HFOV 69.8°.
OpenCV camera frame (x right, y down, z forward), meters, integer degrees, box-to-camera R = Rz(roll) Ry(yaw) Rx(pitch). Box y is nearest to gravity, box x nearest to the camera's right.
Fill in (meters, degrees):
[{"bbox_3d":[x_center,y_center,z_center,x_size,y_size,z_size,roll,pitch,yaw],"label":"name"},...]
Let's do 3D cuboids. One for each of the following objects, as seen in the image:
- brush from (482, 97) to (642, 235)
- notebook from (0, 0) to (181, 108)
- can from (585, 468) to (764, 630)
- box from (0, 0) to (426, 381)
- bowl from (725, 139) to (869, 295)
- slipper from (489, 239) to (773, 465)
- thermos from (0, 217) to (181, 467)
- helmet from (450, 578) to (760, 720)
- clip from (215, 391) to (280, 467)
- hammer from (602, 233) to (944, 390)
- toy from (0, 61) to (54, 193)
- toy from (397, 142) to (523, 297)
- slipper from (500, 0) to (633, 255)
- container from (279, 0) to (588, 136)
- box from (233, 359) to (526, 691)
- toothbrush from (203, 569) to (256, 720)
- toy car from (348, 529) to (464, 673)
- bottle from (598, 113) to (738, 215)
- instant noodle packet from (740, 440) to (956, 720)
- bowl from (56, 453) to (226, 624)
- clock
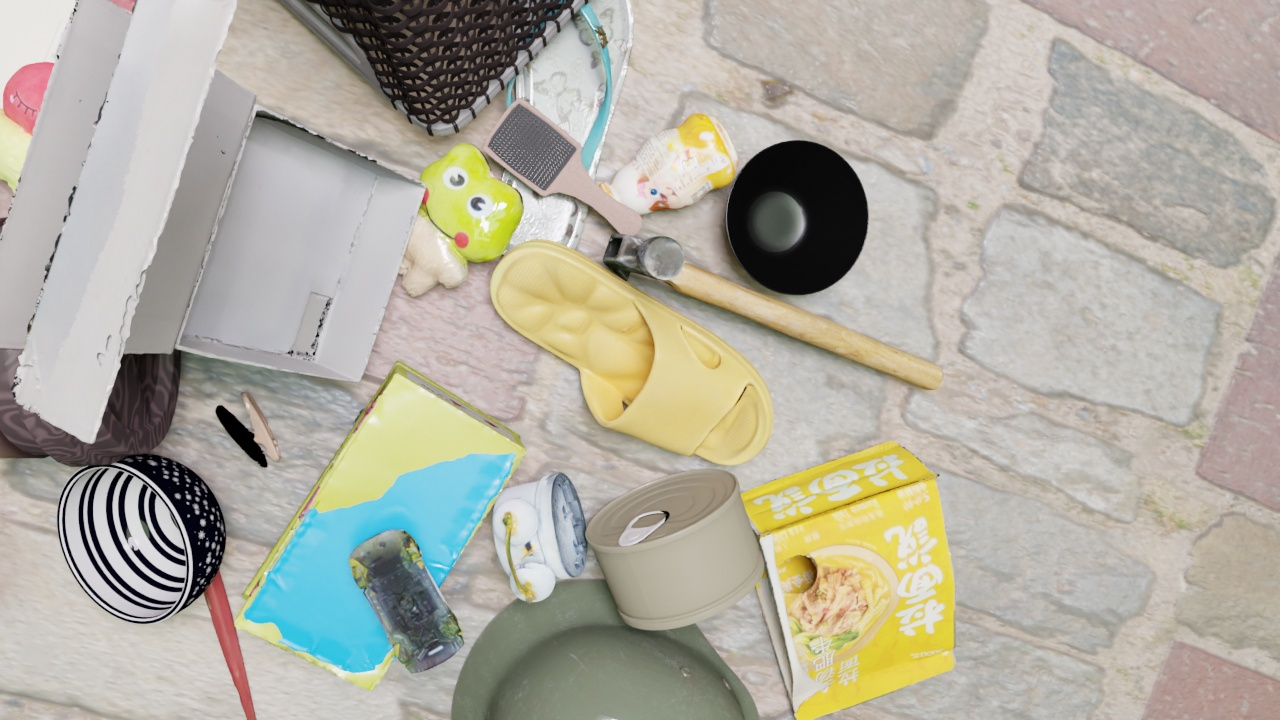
[{"bbox_3d":[-0.054,-0.139,0.700,0.135,0.015,0.050,36,103,-15],"label":"brush"},{"bbox_3d":[-0.453,-0.215,0.638,0.208,0.012,0.153,23,89,-15],"label":"notebook"},{"bbox_3d":[0.028,0.148,0.730,0.127,0.128,0.073,-23,102,-11],"label":"can"},{"bbox_3d":[-0.266,-0.086,0.507,0.108,0.418,0.166,19,91,16],"label":"box"},{"bbox_3d":[0.121,-0.117,0.764,0.124,0.052,0.124,-1,96,-14],"label":"bowl"},{"bbox_3d":[-0.004,0.004,0.717,0.263,0.078,0.100,35,119,-10],"label":"slipper"},{"bbox_3d":[-0.442,-0.011,0.587,0.226,0.173,0.173,-4,96,-7],"label":"thermos"},{"bbox_3d":[-0.010,0.311,0.722,0.267,0.154,0.227,26,89,-15],"label":"helmet"},{"bbox_3d":[-0.302,0.057,0.694,0.045,0.025,0.061,-22,104,-11],"label":"clip"},{"bbox_3d":[0.118,-0.035,0.754,0.330,0.132,0.033,20,89,-25],"label":"hammer"},{"bbox_3d":[-0.387,-0.165,0.629,0.135,0.045,0.091,-42,107,0],"label":"toy"},{"bbox_3d":[-0.147,-0.102,0.700,0.118,0.043,0.092,-44,81,8],"label":"toy"},{"bbox_3d":[-0.057,-0.204,0.714,0.098,0.055,0.269,6,95,-16],"label":"slipper"},{"bbox_3d":[-0.143,-0.333,0.555,0.247,0.244,0.245,43,85,0],"label":"container"},{"bbox_3d":[-0.196,0.124,0.702,0.124,0.079,0.221,31,90,-15],"label":"box"},{"bbox_3d":[-0.316,0.234,0.712,0.016,0.016,0.190,-13,98,-11],"label":"toothbrush"},{"bbox_3d":[-0.166,0.170,0.657,0.048,0.033,0.105,-27,98,-8],"label":"toy car"},{"bbox_3d":[0.022,-0.150,0.733,0.109,0.063,0.063,-27,101,4],"label":"bottle"},{"bbox_3d":[0.191,0.205,0.806,0.163,0.084,0.222,-18,106,-10],"label":"instant noodle packet"},{"bbox_3d":[-0.346,0.120,0.661,0.120,0.066,0.120,4,104,19],"label":"bowl"},{"bbox_3d":[-0.079,0.136,0.709,0.057,0.117,0.083,-12,99,12],"label":"clock"}]
